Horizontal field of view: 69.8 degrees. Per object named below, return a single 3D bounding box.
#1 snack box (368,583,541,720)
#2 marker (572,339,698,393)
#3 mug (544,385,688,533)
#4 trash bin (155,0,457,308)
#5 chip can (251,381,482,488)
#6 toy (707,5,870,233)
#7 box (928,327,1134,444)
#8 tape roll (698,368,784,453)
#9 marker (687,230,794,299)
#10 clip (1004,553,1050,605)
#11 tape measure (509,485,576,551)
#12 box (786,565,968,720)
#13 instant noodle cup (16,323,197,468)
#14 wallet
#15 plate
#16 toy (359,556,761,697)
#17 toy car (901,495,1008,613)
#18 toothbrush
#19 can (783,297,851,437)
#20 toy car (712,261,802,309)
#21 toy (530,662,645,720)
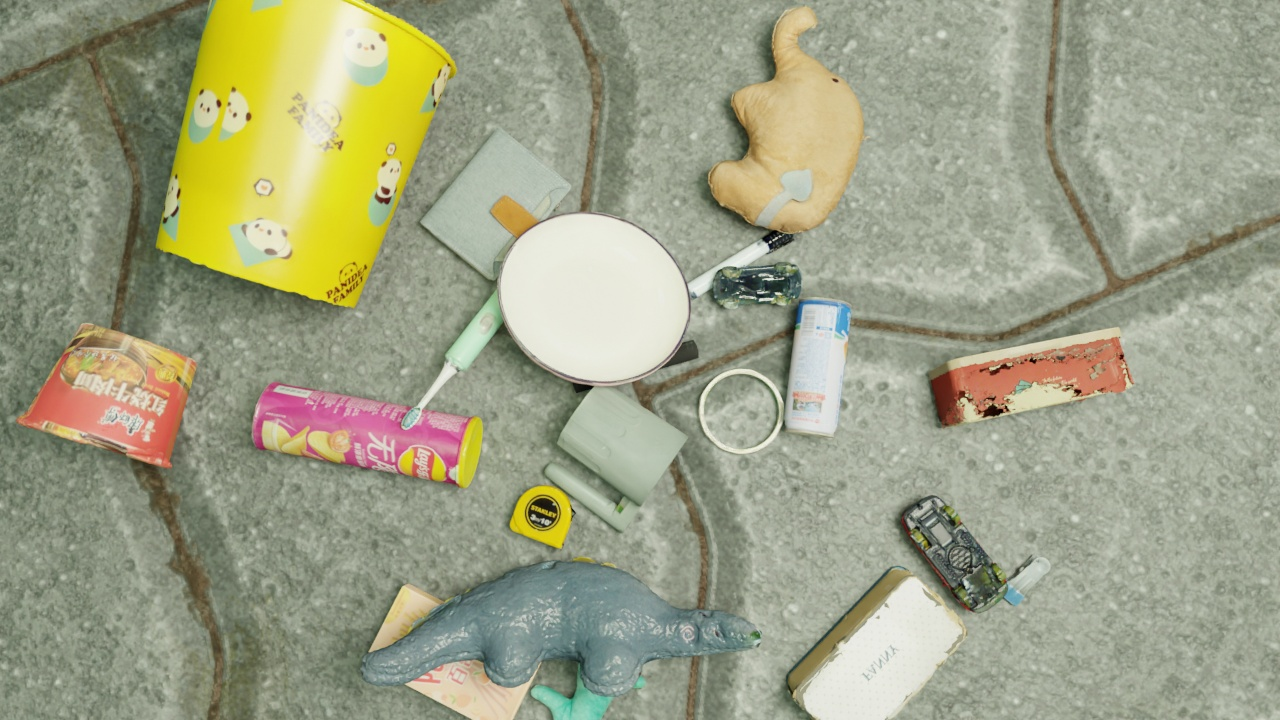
[{"bbox_3d":[-0.183,0.293,0.904,0.157,0.026,0.084,26,85,3],"label":"snack box"},{"bbox_3d":[-0.006,0.005,0.932,0.132,0.020,0.022,-16,129,0],"label":"marker"},{"bbox_3d":[-0.028,0.095,0.901,0.103,0.083,0.124,35,111,5],"label":"mug"},{"bbox_3d":[-0.323,-0.198,0.866,0.229,0.229,0.255,18,90,3],"label":"trash bin"},{"bbox_3d":[-0.267,0.073,0.906,0.210,0.071,0.071,10,84,3],"label":"chip can"},{"bbox_3d":[0.159,-0.238,0.925,0.143,0.082,0.225,17,82,-5],"label":"toy"},{"bbox_3d":[0.377,0.026,0.888,0.168,0.091,0.076,-12,81,0],"label":"box"},{"bbox_3d":[0.102,0.052,0.929,0.086,0.014,0.085,0,84,1],"label":"tape roll"},{"bbox_3d":[0.101,-0.100,0.943,0.130,0.018,0.022,-33,94,-3],"label":"marker"},{"bbox_3d":[0.380,0.215,0.907,0.024,0.029,0.057,42,97,7],"label":"clip"},{"bbox_3d":[-0.096,0.153,0.915,0.060,0.029,0.057,20,86,3],"label":"tape measure"},{"bbox_3d":[0.230,0.280,0.883,0.184,0.059,0.090,-42,86,-5],"label":"box"},{"bbox_3d":[-0.506,0.033,0.889,0.138,0.138,0.108,16,76,2],"label":"instant noodle cup"},{"bbox_3d":[-0.147,-0.159,0.944,0.106,0.037,0.129,39,86,5],"label":"wallet"},{"bbox_3d":[-0.047,-0.058,0.908,0.192,0.039,0.192,6,64,-12],"label":"plate"},{"bbox_3d":[-0.070,0.245,0.855,0.356,0.137,0.091,-1,113,-5],"label":"toy"},{"bbox_3d":[0.306,0.188,0.896,0.053,0.045,0.120,-36,80,-1],"label":"toy car"},{"bbox_3d":[-0.164,-0.022,0.904,0.026,0.027,0.224,37,69,-7],"label":"toothbrush"},{"bbox_3d":[0.176,0.008,0.912,0.053,0.053,0.134,8,84,2],"label":"can"},{"bbox_3d":[0.117,-0.078,0.928,0.090,0.034,0.043,-6,115,-1],"label":"toy car"},{"bbox_3d":[-0.056,0.328,0.897,0.096,0.030,0.092,27,83,9],"label":"toy"}]
